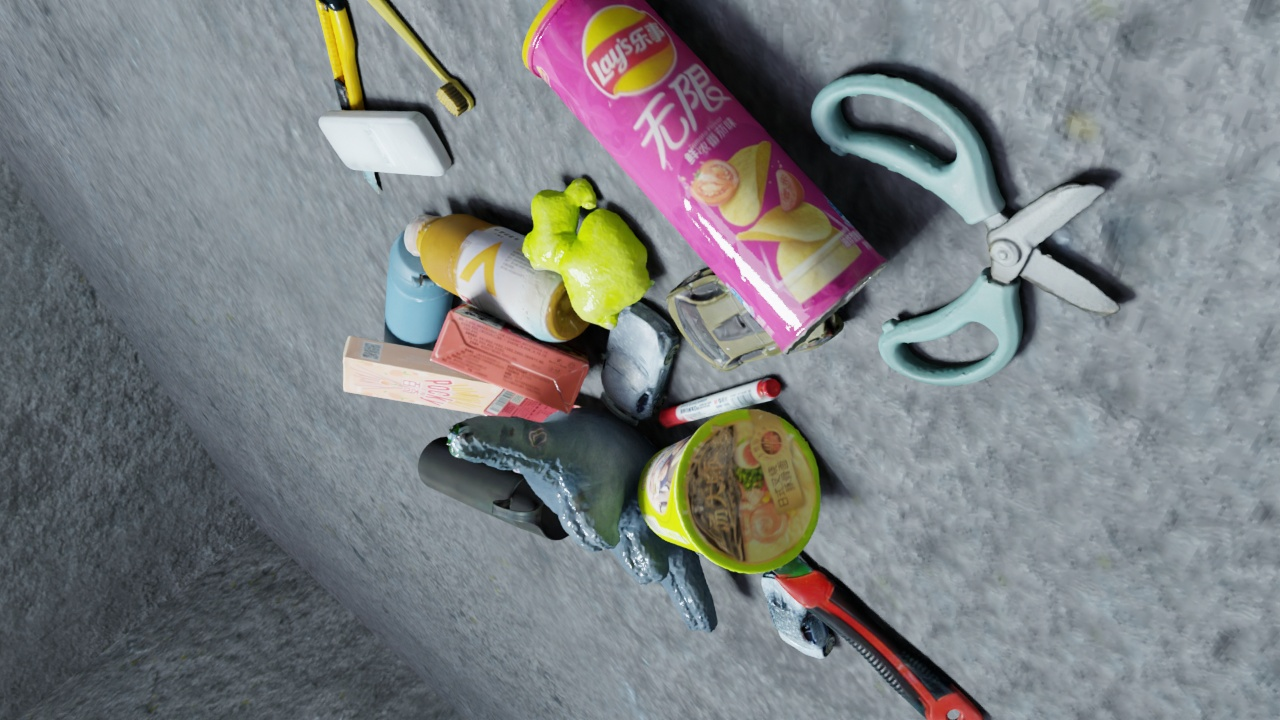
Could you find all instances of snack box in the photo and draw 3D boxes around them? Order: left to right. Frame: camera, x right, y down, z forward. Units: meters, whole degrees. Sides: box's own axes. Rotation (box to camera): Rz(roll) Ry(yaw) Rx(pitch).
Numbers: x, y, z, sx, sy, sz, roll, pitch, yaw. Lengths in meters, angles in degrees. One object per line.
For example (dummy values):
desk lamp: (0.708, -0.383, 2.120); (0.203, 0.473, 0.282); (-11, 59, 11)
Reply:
snack box: (-0.219, 0.018, 0.928); (0.157, 0.026, 0.085); (11, 153, -12)
snack box: (-0.102, -0.005, 0.743); (0.113, 0.044, 0.127); (21, -176, -7)
snack box: (-0.074, 0.085, 0.875); (0.127, 0.044, 0.113); (16, 146, 44)

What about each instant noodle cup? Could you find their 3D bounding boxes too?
instant noodle cup: (0.055, 0.097, 0.680); (0.111, 0.111, 0.124); (51, 159, -6)

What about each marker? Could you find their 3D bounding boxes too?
marker: (0.056, 0.033, 0.681); (0.017, 0.017, 0.146); (53, 150, -9)

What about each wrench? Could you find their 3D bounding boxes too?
wrench: (0.153, 0.202, 0.732); (0.273, 0.056, 0.016); (36, -172, 12)

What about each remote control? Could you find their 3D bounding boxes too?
remote control: (-0.214, -0.182, 0.764); (0.136, 0.020, 0.056); (12, 142, 37)

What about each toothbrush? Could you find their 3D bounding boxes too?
toothbrush: (-0.189, -0.252, 0.664); (0.190, 0.016, 0.016); (49, 150, -2)

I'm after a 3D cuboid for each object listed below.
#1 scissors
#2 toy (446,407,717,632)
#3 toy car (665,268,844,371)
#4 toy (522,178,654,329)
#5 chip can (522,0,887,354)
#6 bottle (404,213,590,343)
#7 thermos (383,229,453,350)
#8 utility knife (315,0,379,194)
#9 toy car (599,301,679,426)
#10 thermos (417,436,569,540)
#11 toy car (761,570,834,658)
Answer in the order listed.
scissors: (0.143, -0.055, 0.459); (0.171, 0.019, 0.170); (39, 149, 14)
toy: (-0.029, 0.111, 0.762); (0.092, 0.137, 0.356); (-21, 138, 25)
toy car: (0.065, -0.029, 0.573); (0.070, 0.042, 0.158); (53, 153, -8)
toy: (-0.036, -0.075, 0.639); (0.100, 0.031, 0.097); (18, 107, 15)
chip can: (0.031, -0.104, 0.474); (0.210, 0.071, 0.072); (50, 151, 8)
bottle: (-0.118, -0.073, 0.732); (0.190, 0.067, 0.068); (26, 144, 34)
thermos: (-0.216, -0.054, 0.895); (0.070, 0.070, 0.221); (44, 150, 7)
utility knife: (-0.246, -0.221, 0.779); (0.033, 0.015, 0.216); (39, 150, 21)
toy car: (-0.004, 0.004, 0.710); (0.054, 0.036, 0.121); (38, 146, 17)
thermos: (-0.175, 0.143, 1.055); (0.243, 0.089, 0.068); (11, 93, 47)
toy car: (0.133, 0.220, 0.788); (0.049, 0.031, 0.106); (16, 138, 45)
